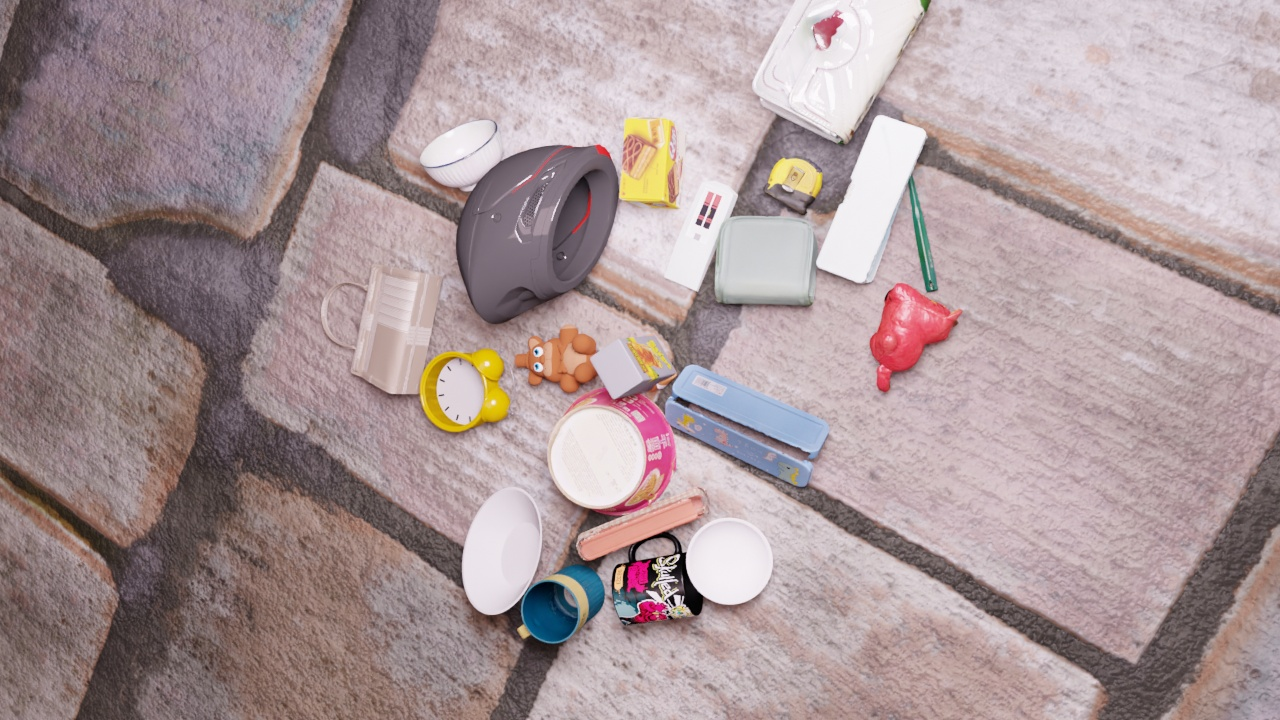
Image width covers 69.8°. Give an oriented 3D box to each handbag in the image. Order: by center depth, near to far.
[{"bbox_3d":[0.241,-0.379,1.115,0.142,0.096,0.198,30,98,14],"label":"handbag"},{"bbox_3d":[0.159,-0.123,1.161,0.122,0.067,0.106,4,83,18],"label":"handbag"},{"bbox_3d":[-0.400,-0.059,1.356,0.198,0.062,0.175,15,95,27],"label":"handbag"}]

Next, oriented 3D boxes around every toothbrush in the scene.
[{"bbox_3d":[0.340,-0.178,1.127,0.016,0.017,0.189,-11,87,19],"label":"toothbrush"}]

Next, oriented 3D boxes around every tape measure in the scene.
[{"bbox_3d":[0.196,-0.227,1.162,0.065,0.037,0.064,34,101,15],"label":"tape measure"}]

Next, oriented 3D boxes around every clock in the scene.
[{"bbox_3d":[-0.244,0.041,1.307,0.152,0.052,0.113,-11,87,23],"label":"clock"}]

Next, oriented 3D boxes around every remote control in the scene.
[{"bbox_3d":[0.079,-0.167,1.209,0.049,0.024,0.143,25,98,16],"label":"remote control"}]

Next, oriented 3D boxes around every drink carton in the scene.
[{"bbox_3d":[-0.007,0.007,1.188,0.049,0.124,0.076,-34,81,21],"label":"drink carton"}]

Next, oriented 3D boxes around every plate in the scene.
[{"bbox_3d":[-0.180,0.265,1.271,0.174,0.036,0.173,-22,57,39],"label":"plate"}]

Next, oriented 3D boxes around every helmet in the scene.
[{"bbox_3d":[-0.152,-0.173,1.212,0.170,0.164,0.264,20,88,28],"label":"helmet"}]

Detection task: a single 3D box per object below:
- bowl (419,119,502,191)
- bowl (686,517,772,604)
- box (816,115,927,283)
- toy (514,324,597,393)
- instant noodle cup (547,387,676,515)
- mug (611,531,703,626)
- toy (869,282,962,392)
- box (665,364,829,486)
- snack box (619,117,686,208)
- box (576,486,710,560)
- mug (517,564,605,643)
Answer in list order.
[{"bbox_3d":[-0.241,-0.279,1.281,0.118,0.117,0.062,-11,130,18],"label":"bowl"},{"bbox_3d":[0.115,0.257,1.192,0.110,0.040,0.110,0,89,2],"label":"bowl"},{"bbox_3d":[0.283,-0.194,1.121,0.083,0.066,0.199,27,103,38],"label":"box"},{"bbox_3d":[-0.117,-0.003,1.258,0.128,0.065,0.095,-1,88,23],"label":"toy"},{"bbox_3d":[-0.048,0.125,1.228,0.179,0.077,0.178,0,91,18],"label":"instant noodle cup"},{"bbox_3d":[0.022,0.285,1.214,0.098,0.082,0.117,-14,59,18],"label":"mug"},{"bbox_3d":[0.327,-0.019,1.104,0.094,0.088,0.133,18,98,6],"label":"toy"},{"bbox_3d":[0.138,0.081,1.192,0.209,0.078,0.073,25,55,17],"label":"box"},{"bbox_3d":[0.017,-0.256,1.197,0.061,0.083,0.106,5,93,19],"label":"snack box"},{"bbox_3d":[0.006,0.218,1.225,0.188,0.062,0.058,-21,100,6],"label":"box"},{"bbox_3d":[-0.114,0.333,1.238,0.114,0.107,0.083,-39,81,15],"label":"mug"}]
